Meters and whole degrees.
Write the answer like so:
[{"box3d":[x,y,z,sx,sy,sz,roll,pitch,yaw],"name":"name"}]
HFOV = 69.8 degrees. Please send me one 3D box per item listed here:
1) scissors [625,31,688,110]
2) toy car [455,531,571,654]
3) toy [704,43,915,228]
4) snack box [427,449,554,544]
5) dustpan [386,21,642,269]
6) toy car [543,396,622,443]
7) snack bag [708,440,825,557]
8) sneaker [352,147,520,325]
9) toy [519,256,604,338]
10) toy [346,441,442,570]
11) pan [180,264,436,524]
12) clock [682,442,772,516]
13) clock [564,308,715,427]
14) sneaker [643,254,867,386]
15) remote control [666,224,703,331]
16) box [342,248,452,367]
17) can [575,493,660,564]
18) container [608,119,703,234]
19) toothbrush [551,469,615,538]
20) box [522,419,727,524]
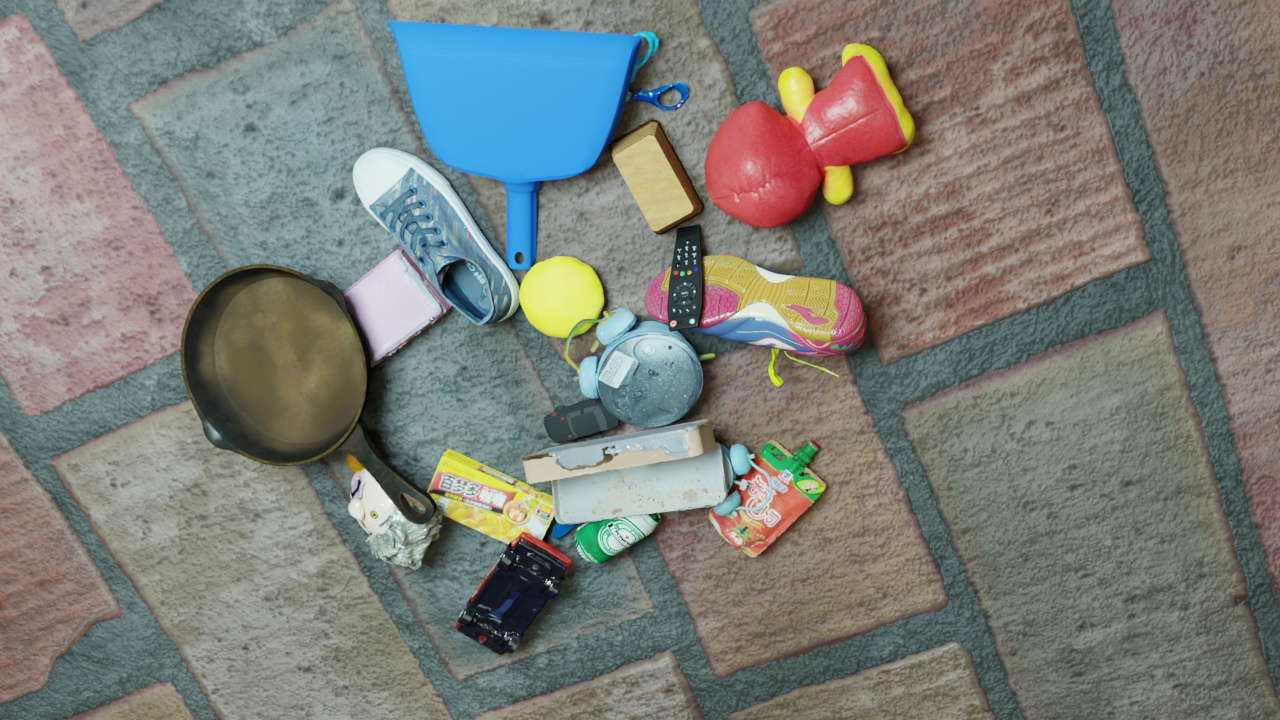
[{"box3d":[-0.010,-0.269,0.956,0.103,0.015,0.134,36,108,-24],"name":"scissors"},{"box3d":[-0.158,0.289,1.130,0.081,0.056,0.190,31,119,-7],"name":"toy car"},{"box3d":[0.164,-0.219,0.929,0.216,0.098,0.147,-30,95,8],"name":"toy"},{"box3d":[-0.182,0.173,1.116,0.152,0.025,0.075,25,109,-3],"name":"snack box"},{"box3d":[-0.128,-0.212,0.954,0.245,0.059,0.258,4,115,0],"name":"dustpan"},{"box3d":[-0.069,0.071,1.069,0.092,0.036,0.042,-17,105,10],"name":"toy car"},{"box3d":[0.155,0.154,1.080,0.087,0.044,0.155,41,101,4],"name":"snack bag"},{"box3d":[-0.222,-0.133,0.995,0.087,0.079,0.235,-38,101,15],"name":"sneaker"},{"box3d":[-0.088,-0.070,1.023,0.095,0.041,0.094,1,106,4],"name":"toy"},{"box3d":[-0.307,0.172,1.093,0.133,0.076,0.176,-34,85,41],"name":"toy"},{"box3d":[-0.358,0.049,1.035,0.356,0.043,0.249,44,106,1],"name":"pan"},{"box3d":[0.092,0.134,1.056,0.123,0.042,0.087,19,103,20],"name":"clock"},{"box3d":[-0.006,0.006,1.019,0.162,0.060,0.118,25,112,-12],"name":"clock"},{"box3d":[0.122,-0.043,0.991,0.242,0.091,0.116,11,75,23],"name":"sneaker"},{"box3d":[0.050,-0.088,0.980,0.039,0.010,0.124,-7,64,24],"name":"remote control"},{"box3d":[-0.334,-0.029,1.055,0.233,0.046,0.098,-33,103,14],"name":"box"},{"box3d":[-0.029,0.201,1.098,0.101,0.053,0.053,-34,102,14],"name":"can"},{"box3d":[0.016,-0.189,0.965,0.063,0.061,0.114,-27,103,12],"name":"container"},{"box3d":[-0.067,0.171,1.111,0.021,0.016,0.132,38,106,-5],"name":"toothbrush"},{"box3d":[-0.021,0.120,1.027,0.217,0.108,0.094,-11,65,21],"name":"box"}]
